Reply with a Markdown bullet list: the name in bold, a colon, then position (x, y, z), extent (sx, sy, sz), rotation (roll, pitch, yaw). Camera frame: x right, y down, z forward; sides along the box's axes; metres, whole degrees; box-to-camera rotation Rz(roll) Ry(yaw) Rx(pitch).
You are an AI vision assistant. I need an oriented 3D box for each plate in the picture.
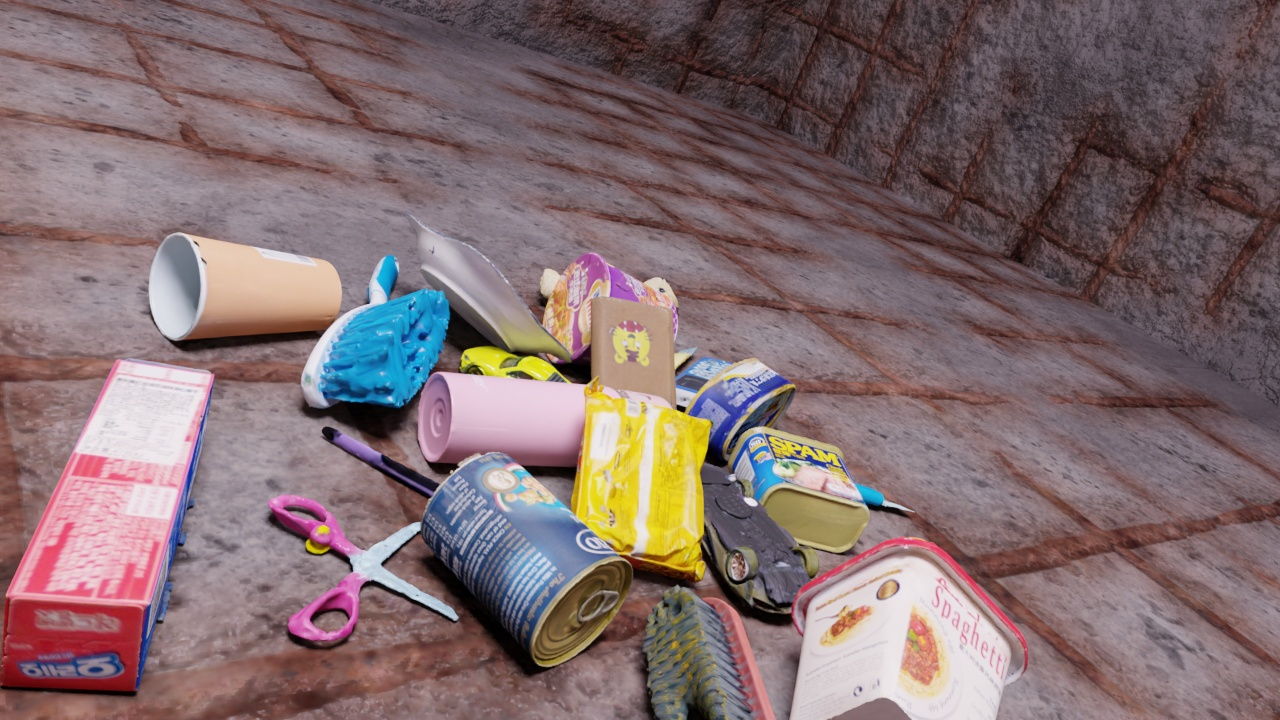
- **plate**: position (-0.145, -0.055, 0.825), extent (0.164, 0.034, 0.163), rotation (30, -16, 44)

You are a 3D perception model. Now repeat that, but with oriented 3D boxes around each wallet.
- **wallet**: position (-0.005, 0.005, 0.810), extent (0.090, 0.115, 0.033), rotation (7, -15, -33)

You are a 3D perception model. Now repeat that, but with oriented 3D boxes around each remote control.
- **remote control**: position (0.066, 0.024, 0.927), extent (0.049, 0.024, 0.124), rotation (15, 18, 19)

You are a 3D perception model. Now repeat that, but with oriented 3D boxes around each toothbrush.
- **toothbrush**: position (-0.136, 0.088, 0.619), extent (0.189, 0.014, 0.016), rotation (27, 15, 10)

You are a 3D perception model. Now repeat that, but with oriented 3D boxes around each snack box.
- **snack box**: position (-0.266, 0.073, 0.476), extent (0.058, 0.057, 0.207), rotation (10, 26, -22)

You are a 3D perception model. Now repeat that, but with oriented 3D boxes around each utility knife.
- **utility knife**: position (0.172, 0.113, 0.842), extent (0.182, 0.018, 0.034), rotation (18, 3, -14)
- **utility knife**: position (0.026, 0.008, 0.935), extent (0.031, 0.019, 0.183), rotation (-1, 20, 20)

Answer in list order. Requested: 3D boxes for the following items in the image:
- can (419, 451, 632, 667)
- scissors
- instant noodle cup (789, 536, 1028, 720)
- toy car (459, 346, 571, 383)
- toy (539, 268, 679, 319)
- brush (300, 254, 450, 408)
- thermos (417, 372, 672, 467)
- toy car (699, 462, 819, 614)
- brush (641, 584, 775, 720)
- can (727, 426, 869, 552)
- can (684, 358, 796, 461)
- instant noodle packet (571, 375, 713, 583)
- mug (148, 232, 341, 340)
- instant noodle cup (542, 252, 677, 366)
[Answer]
- **can**: position (-0.069, 0.114, 0.542), extent (0.111, 0.075, 0.075), rotation (36, 26, 31)
- **scissors**: position (-0.164, 0.118, 0.528), extent (0.133, 0.017, 0.133), rotation (29, 19, 5)
- **instant noodle cup**: position (0.147, 0.185, 0.528), extent (0.116, 0.117, 0.124), rotation (46, 34, -5)
- **toy car**: position (-0.105, 0.012, 0.794), extent (0.105, 0.032, 0.048), rotation (23, 23, 5)
- **toy**: position (-0.034, -0.068, 0.994), extent (0.157, 0.066, 0.105), rotation (12, -1, 2)
- **brush**: position (-0.210, -0.041, 0.771), extent (0.109, 0.060, 0.313), rotation (-11, 24, 9)
- **thermos**: position (-0.061, 0.052, 0.695), extent (0.198, 0.067, 0.087), rotation (8, 15, -33)
- **toy car**: position (0.072, 0.128, 0.686), extent (0.070, 0.042, 0.158), rotation (8, 27, -31)
- **brush**: position (0.043, 0.188, 0.509), extent (0.069, 0.063, 0.145), rotation (39, 15, -22)
- **can**: position (0.132, 0.108, 0.768), extent (0.102, 0.057, 0.083), rotation (16, 25, -16)
- **can**: position (0.093, 0.044, 0.851), extent (0.049, 0.075, 0.147), rotation (35, 25, 20)
- **instant noodle packet**: position (-0.001, 0.083, 0.649), extent (0.110, 0.044, 0.128), rotation (19, 58, -21)
- **mug**: position (-0.300, -0.054, 0.710), extent (0.078, 0.078, 0.122), rotation (37, 22, 30)
- **instant noodle cup**: position (-0.025, -0.038, 0.892), extent (0.099, 0.112, 0.111), rotation (17, 22, -34)
